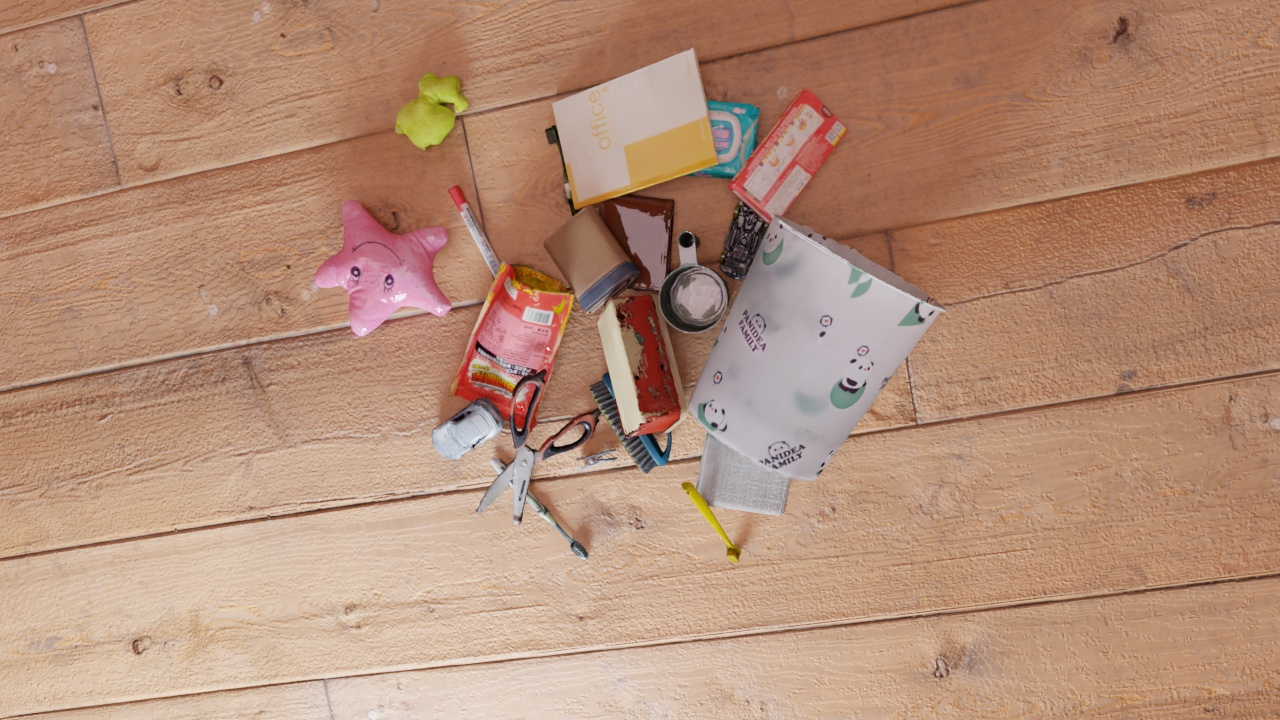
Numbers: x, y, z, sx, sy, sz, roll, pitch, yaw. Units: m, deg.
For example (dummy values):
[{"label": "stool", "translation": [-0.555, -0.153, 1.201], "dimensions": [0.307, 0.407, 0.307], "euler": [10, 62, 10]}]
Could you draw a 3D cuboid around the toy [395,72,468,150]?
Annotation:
[{"label": "toy", "translation": [-0.276, -0.329, 1.213], "dimensions": [0.097, 0.031, 0.100], "euler": [7, 97, 6]}]

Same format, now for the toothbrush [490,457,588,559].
[{"label": "toothbrush", "translation": [-0.140, 0.204, 1.260], "dimensions": [0.016, 0.018, 0.191], "euler": [-44, 89, 9]}]

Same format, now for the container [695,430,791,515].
[{"label": "container", "translation": [0.133, 0.144, 1.178], "dimensions": [0.114, 0.090, 0.090], "euler": [11, 98, 4]}]

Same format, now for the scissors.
[{"label": "scissors", "translation": [-0.143, 0.116, 1.223], "dimensions": [0.226, 0.015, 0.189], "euler": [-27, 114, -7]}]

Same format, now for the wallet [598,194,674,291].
[{"label": "wallet", "translation": [-0.010, -0.153, 1.194], "dimensions": [0.101, 0.032, 0.124], "euler": [6, 96, 11]}]

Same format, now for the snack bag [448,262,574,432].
[{"label": "snack bag", "translation": [-0.169, -0.017, 1.218], "dimensions": [0.128, 0.073, 0.208], "euler": [24, 110, 5]}]

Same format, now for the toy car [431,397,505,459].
[{"label": "toy car", "translation": [-0.236, 0.095, 1.240], "dimensions": [0.121, 0.036, 0.054], "euler": [-31, 102, 30]}]

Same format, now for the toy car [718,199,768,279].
[{"label": "toy car", "translation": [0.134, -0.156, 1.171], "dimensions": [0.048, 0.032, 0.105], "euler": [18, 108, 6]}]

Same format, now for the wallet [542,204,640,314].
[{"label": "wallet", "translation": [-0.064, -0.129, 1.182], "dimensions": [0.090, 0.033, 0.115], "euler": [-38, 79, 20]}]

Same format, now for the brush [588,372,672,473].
[{"label": "brush", "translation": [-0.004, 0.075, 1.206], "dimensions": [0.073, 0.055, 0.144], "euler": [-32, 90, 7]}]

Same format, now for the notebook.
[{"label": "notebook", "translation": [-0.010, -0.287, 1.152], "dimensions": [0.207, 0.010, 0.146], "euler": [-12, 89, 27]}]

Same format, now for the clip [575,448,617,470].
[{"label": "clip", "translation": [-0.060, 0.134, 1.237], "dimensions": [0.058, 0.025, 0.036], "euler": [-15, 87, 15]}]

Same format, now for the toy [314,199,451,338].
[{"label": "toy", "translation": [-0.339, -0.110, 1.223], "dimensions": [0.194, 0.074, 0.178], "euler": [19, 90, 6]}]

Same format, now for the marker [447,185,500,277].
[{"label": "marker", "translation": [-0.217, -0.167, 1.230], "dimensions": [0.017, 0.017, 0.145], "euler": [-28, 92, 10]}]

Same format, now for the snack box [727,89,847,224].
[{"label": "snack box", "translation": [0.181, -0.249, 1.126], "dimensions": [0.075, 0.025, 0.153], "euler": [38, 86, -16]}]

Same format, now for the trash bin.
[{"label": "trash bin", "translation": [0.196, -0.011, 1.090], "dimensions": [0.229, 0.229, 0.252], "euler": [29, 106, 4]}]

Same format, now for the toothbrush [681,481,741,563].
[{"label": "toothbrush", "translation": [0.092, 0.208, 1.164], "dimensions": [0.016, 0.016, 0.190], "euler": [-4, 141, 26]}]

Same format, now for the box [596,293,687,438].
[{"label": "box", "translation": [-0.007, 0.007, 1.148], "dimensions": [0.078, 0.091, 0.168], "euler": [-8, 73, -21]}]

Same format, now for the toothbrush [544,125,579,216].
[{"label": "toothbrush", "translation": [-0.095, -0.217, 1.208], "dimensions": [0.017, 0.012, 0.186], "euler": [-13, 94, 16]}]

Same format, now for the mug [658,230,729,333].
[{"label": "mug", "translation": [0.068, -0.099, 1.151], "dimensions": [0.084, 0.103, 0.124], "euler": [-5, 95, 9]}]

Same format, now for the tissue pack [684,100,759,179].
[{"label": "tissue pack", "translation": [0.080, -0.278, 1.155], "dimensions": [0.133, 0.050, 0.093], "euler": [6, 98, 8]}]
